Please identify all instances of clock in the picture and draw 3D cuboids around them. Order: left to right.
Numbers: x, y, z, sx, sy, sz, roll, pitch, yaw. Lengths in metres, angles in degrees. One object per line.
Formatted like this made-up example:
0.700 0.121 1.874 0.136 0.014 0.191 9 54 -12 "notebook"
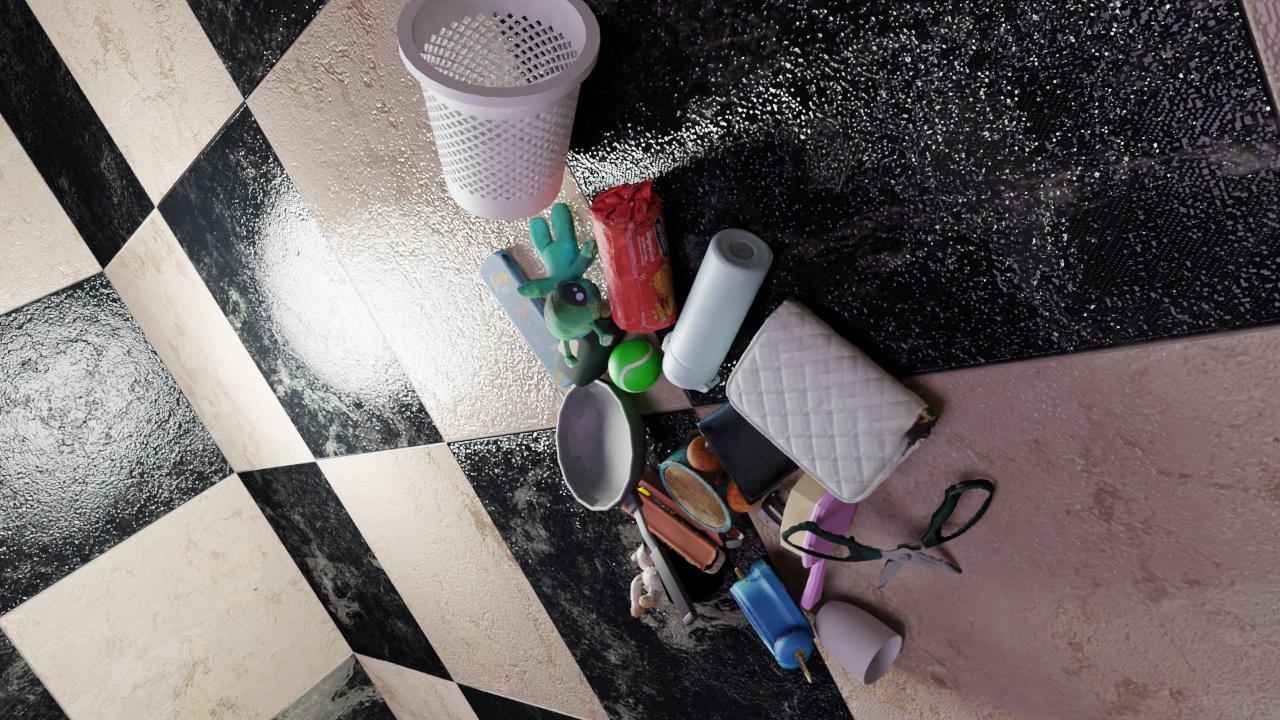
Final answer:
0.095 0.139 1.115 0.121 0.073 0.158 47 155 3 "clock"
0.174 0.328 1.152 0.161 0.060 0.117 55 173 26 "clock"

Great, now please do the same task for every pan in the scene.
-0.010 0.177 1.185 0.179 0.041 0.357 -57 50 38 "pan"

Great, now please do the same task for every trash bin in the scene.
-0.146 -0.265 0.973 0.195 0.195 0.200 39 150 18 "trash bin"

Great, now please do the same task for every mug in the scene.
0.064 0.267 1.239 0.104 0.084 0.112 69 161 -10 "mug"
0.264 0.343 1.121 0.089 0.071 0.107 34 169 40 "mug"

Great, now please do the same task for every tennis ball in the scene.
-0.007 0.007 1.126 0.065 0.065 0.065 28 136 30 "tennis ball"

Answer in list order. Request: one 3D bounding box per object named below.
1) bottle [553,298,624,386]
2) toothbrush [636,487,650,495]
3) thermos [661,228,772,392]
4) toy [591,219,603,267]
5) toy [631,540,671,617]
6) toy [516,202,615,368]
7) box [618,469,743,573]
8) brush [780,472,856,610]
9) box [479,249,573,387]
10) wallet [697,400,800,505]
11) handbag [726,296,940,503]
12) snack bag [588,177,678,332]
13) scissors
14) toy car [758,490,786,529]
-0.060 -0.030 1.156 0.061 0.061 0.132 45 143 14 "bottle"
-0.029 0.179 1.332 0.136 0.016 0.021 5 124 47 "toothbrush"
0.077 -0.048 0.993 0.078 0.065 0.207 40 142 16 "thermos"
-0.033 -0.118 1.083 0.049 0.030 0.112 45 157 60 "toy"
0.015 0.318 1.351 0.074 0.085 0.106 115 138 -81 "toy"
-0.085 -0.093 1.096 0.131 0.072 0.193 -26 71 36 "toy"
0.048 0.205 1.206 0.187 0.085 0.048 33 166 38 "box"
0.199 0.205 1.051 0.043 0.089 0.229 34 141 31 "brush"
-0.148 -0.055 1.251 0.209 0.037 0.066 53 141 -1 "box"
0.127 0.094 1.032 0.115 0.089 0.026 56 163 -4 "wallet"
0.193 0.039 0.939 0.195 0.072 0.139 42 133 15 "handbag"
-0.007 -0.110 1.018 0.082 0.082 0.177 17 132 38 "snack bag"
0.263 0.174 0.947 0.201 0.015 0.203 17 130 -10 "scissors"
0.162 0.181 1.090 0.040 0.037 0.092 45 175 8 "toy car"
